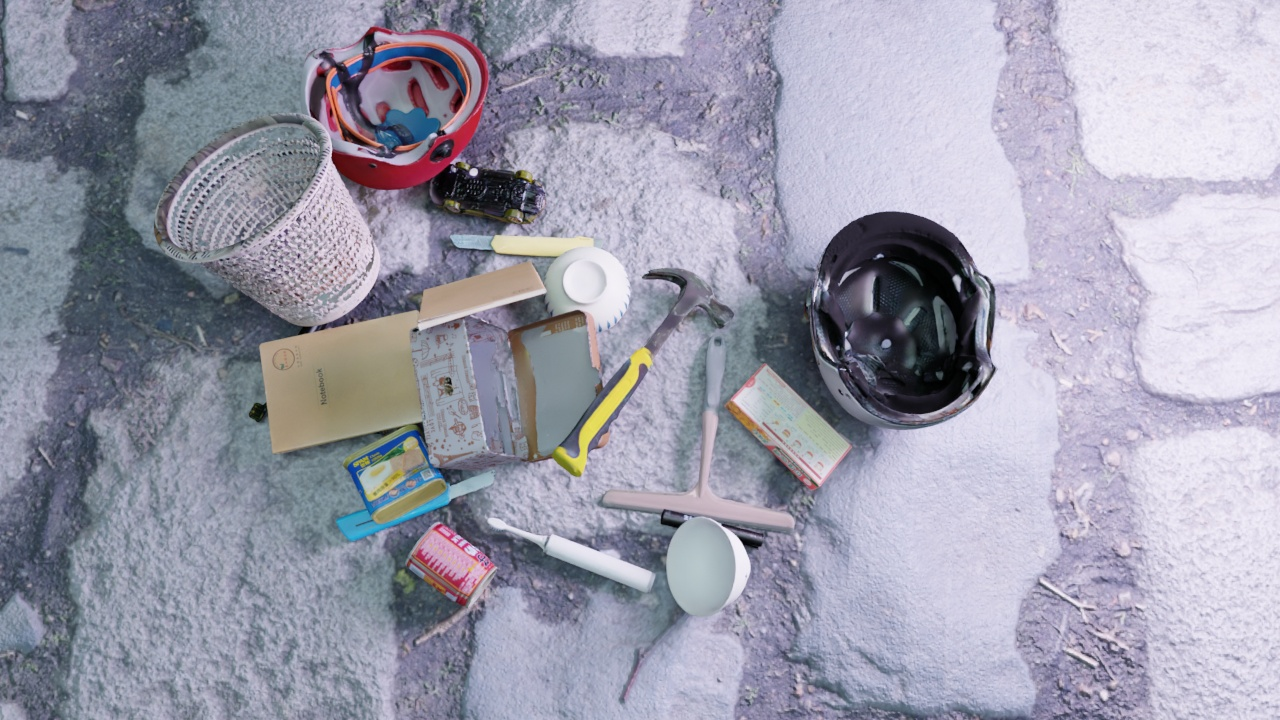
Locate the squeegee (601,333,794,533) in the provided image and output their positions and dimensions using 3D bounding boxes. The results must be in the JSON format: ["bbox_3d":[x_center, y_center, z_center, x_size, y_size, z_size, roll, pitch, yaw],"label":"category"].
[{"bbox_3d":[0.088,0.081,1.181,0.247,0.040,0.249,7,76,1],"label":"squeegee"}]

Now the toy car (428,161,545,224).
[{"bbox_3d":[-0.207,-0.226,1.238,0.158,0.042,0.070,12,77,5],"label":"toy car"}]

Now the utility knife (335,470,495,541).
[{"bbox_3d":[-0.279,0.179,1.154,0.204,0.018,0.034,-20,78,-8],"label":"utility knife"}]

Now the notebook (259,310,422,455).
[{"bbox_3d":[-0.370,0.026,1.159,0.207,0.008,0.147,-12,76,-2],"label":"notebook"}]

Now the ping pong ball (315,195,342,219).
[{"bbox_3d":[-0.415,-0.201,1.225,0.040,0.040,0.040,0,77,-2],"label":"ping pong ball"}]

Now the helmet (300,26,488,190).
[{"bbox_3d":[-0.315,-0.320,1.207,0.239,0.144,0.207,-26,71,-19],"label":"helmet"}]

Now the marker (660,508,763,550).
[{"bbox_3d":[0.090,0.213,1.157,0.132,0.020,0.022,14,107,-2],"label":"marker"}]

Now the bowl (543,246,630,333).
[{"bbox_3d":[-0.070,-0.096,1.196,0.116,0.066,0.116,0,81,-3],"label":"bowl"}]

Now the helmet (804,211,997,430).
[{"bbox_3d":[0.317,-0.032,1.156,0.230,0.157,0.273,-4,66,-2],"label":"helmet"}]

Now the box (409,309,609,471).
[{"bbox_3d":[-0.148,0.033,1.117,0.194,0.157,0.183,-15,78,16],"label":"box"}]

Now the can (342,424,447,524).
[{"bbox_3d":[-0.301,0.142,1.132,0.102,0.057,0.083,-28,68,-12],"label":"can"}]

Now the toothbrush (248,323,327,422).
[{"bbox_3d":[-0.442,-0.015,1.188,0.026,0.027,0.212,17,73,41],"label":"toothbrush"}]

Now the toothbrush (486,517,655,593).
[{"bbox_3d":[-0.088,0.239,1.142,0.221,0.026,0.026,20,51,2],"label":"toothbrush"}]

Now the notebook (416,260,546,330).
[{"bbox_3d":[-0.198,-0.085,1.130,0.149,0.211,0.012,-17,107,-7],"label":"notebook"}]

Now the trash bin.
[{"bbox_3d":[-0.429,-0.153,1.115,0.228,0.192,0.227,-10,54,14],"label":"trash bin"}]

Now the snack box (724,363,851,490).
[{"bbox_3d":[0.189,0.084,1.173,0.156,0.027,0.076,44,63,3],"label":"snack box"}]

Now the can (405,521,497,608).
[{"bbox_3d":[-0.228,0.249,1.114,0.094,0.066,0.066,35,78,6],"label":"can"}]

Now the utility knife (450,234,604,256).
[{"bbox_3d":[-0.153,-0.157,1.236,0.206,0.021,0.031,3,76,-9],"label":"utility knife"}]

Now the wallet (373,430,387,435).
[{"bbox_3d":[-0.370,0.044,1.176,0.115,0.033,0.090,10,74,1],"label":"wallet"}]

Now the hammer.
[{"bbox_3d":[-0.007,0.007,1.134,0.126,0.032,0.322,43,60,-10],"label":"hammer"}]

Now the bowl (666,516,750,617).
[{"bbox_3d":[0.094,0.251,1.120,0.064,0.119,0.118,10,73,-41],"label":"bowl"}]
